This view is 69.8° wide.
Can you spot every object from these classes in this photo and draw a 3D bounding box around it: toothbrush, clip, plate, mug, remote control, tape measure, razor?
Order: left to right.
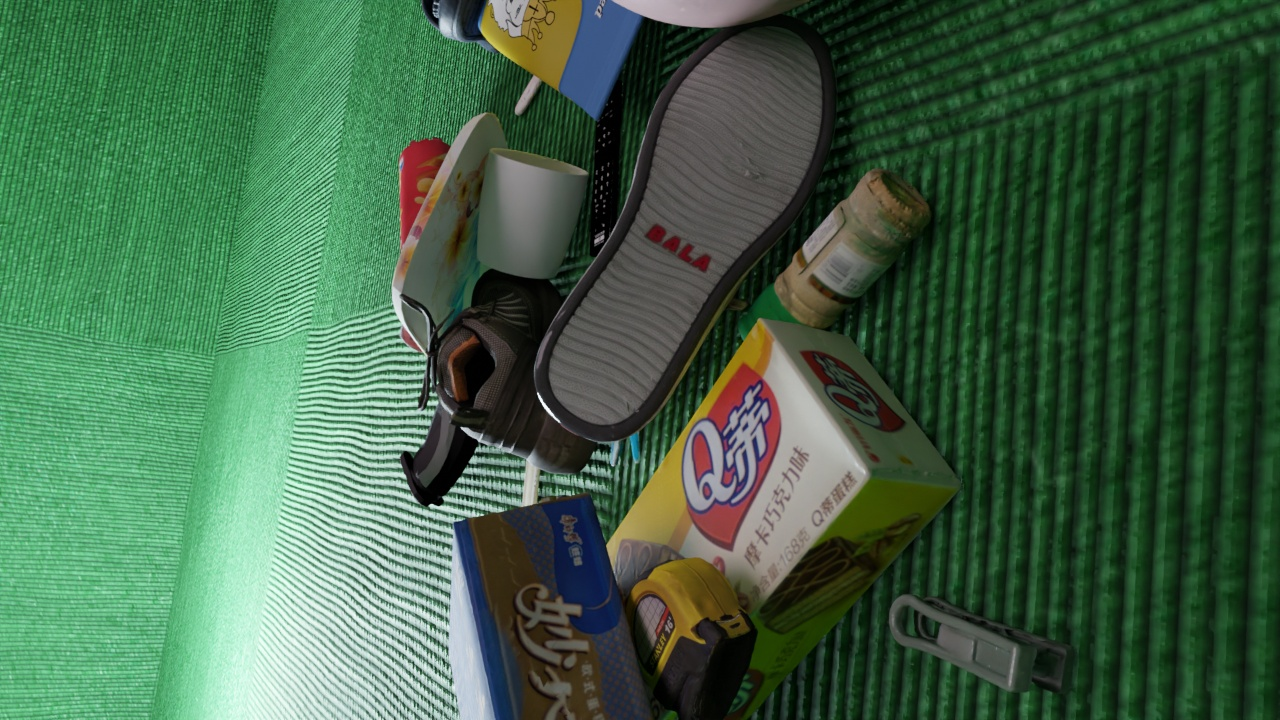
[{"bbox_3d":[-0.170,0.056,0.841,0.156,0.060,0.057,-63,-11,-3],"label":"razor"},{"bbox_3d":[-0.151,-0.096,0.760,0.187,0.016,0.186,86,-156,-71],"label":"plate"},{"bbox_3d":[-0.090,-0.123,0.759,0.114,0.081,0.088,-77,2,-73],"label":"mug"},{"bbox_3d":[-0.075,-0.291,0.831,0.182,0.018,0.015,-48,43,40],"label":"toothbrush"},{"bbox_3d":[-0.027,-0.151,0.718,0.030,0.009,0.140,-18,65,54],"label":"remote control"},{"bbox_3d":[0.022,0.121,0.414,0.064,0.037,0.066,46,133,46],"label":"tape measure"},{"bbox_3d":[0.127,0.112,0.366,0.078,0.049,0.023,7,84,52],"label":"clip"}]

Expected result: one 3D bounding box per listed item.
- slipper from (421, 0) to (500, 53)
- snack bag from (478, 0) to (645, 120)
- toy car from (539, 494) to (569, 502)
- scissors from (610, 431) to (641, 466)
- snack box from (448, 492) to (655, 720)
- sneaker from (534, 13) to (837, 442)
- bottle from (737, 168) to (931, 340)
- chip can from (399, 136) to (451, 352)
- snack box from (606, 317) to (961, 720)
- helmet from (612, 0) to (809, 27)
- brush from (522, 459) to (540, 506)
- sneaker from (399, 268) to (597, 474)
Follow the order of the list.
[{"bbox_3d":[-0.157,-0.339,0.823,0.263,0.082,0.101,-82,17,-71],"label":"slipper"},{"bbox_3d":[-0.033,-0.276,0.671,0.159,0.102,0.205,-63,32,20],"label":"snack bag"},{"bbox_3d":[-0.074,0.144,0.681,0.107,0.030,0.049,-49,43,28],"label":"toy car"},{"bbox_3d":[-0.003,0.006,0.630,0.115,0.013,0.140,-43,44,46],"label":"scissors"},{"bbox_3d":[-0.052,0.185,0.474,0.203,0.069,0.155,107,149,-54],"label":"snack box"},{"bbox_3d":[0.032,-0.072,0.538,0.263,0.097,0.129,-62,-5,-3],"label":"sneaker"},{"bbox_3d":[0.096,-0.045,0.465,0.111,0.043,0.043,-51,41,35],"label":"bottle"},{"bbox_3d":[-0.211,-0.122,0.941,0.073,0.073,0.232,-44,45,42],"label":"chip can"},{"bbox_3d":[0.048,0.100,0.476,0.231,0.061,0.110,-59,38,30],"label":"snack box"},{"bbox_3d":[0.067,-0.275,0.465,0.255,0.152,0.230,-53,33,-10],"label":"helmet"},{"bbox_3d":[-0.092,0.159,0.724,0.033,0.012,0.217,-16,66,55],"label":"brush"},{"bbox_3d":[-0.129,-0.004,0.705,0.101,0.142,0.237,-64,31,23],"label":"sneaker"}]
